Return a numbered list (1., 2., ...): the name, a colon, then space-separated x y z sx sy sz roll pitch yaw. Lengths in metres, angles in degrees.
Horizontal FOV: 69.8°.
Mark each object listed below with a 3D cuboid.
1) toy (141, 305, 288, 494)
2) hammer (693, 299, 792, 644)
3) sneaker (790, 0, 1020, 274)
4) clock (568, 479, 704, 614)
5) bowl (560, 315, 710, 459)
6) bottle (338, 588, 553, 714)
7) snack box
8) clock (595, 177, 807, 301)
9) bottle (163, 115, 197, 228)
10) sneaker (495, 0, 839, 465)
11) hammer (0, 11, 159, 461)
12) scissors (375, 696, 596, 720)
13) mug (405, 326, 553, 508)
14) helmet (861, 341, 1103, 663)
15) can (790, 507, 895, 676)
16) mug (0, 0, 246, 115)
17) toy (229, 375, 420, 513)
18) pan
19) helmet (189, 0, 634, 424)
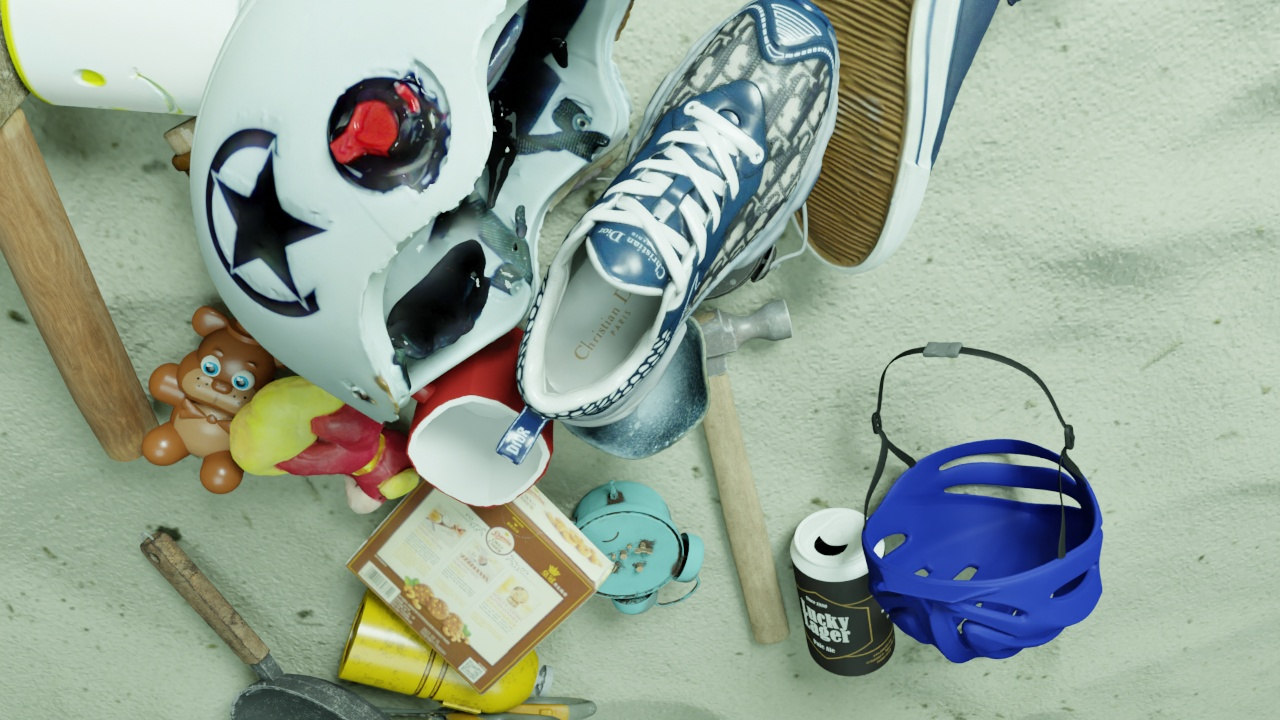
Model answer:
1. toy: -0.270 0.018 0.599 0.095 0.065 0.128 25 112 -15
2. hammer: 0.076 0.104 0.704 0.119 0.030 0.332 -13 125 5
3. sneaker: 0.166 -0.186 0.499 0.127 0.121 0.295 -15 129 -35
4. clock: -0.003 0.145 0.702 0.090 0.053 0.124 -35 118 17
5. bowl: -0.003 0.003 0.589 0.110 0.055 0.110 3 103 14
6. bottle: -0.151 0.241 0.740 0.163 0.071 0.071 20 118 -16
7. snack box: -0.118 0.148 0.670 0.143 0.041 0.147 44 113 1
8. clock: 0.039 -0.084 0.567 0.123 0.043 0.091 -6 119 4
9. bottle: -0.219 -0.072 0.543 0.068 0.067 0.157 -22 121 9
10. sneaker: 0.011 -0.065 0.471 0.103 0.132 0.270 35 105 1
11. hammer: -0.335 -0.051 0.530 0.037 0.157 0.302 2 135 -6
12. scissors: -0.148 0.299 0.766 0.225 0.166 0.016 1 80 -4
13. mug: -0.112 0.022 0.592 0.081 0.096 0.116 -41 116 19
14. helmet: 0.233 0.086 0.628 0.148 0.240 0.228 2 105 38
15. can: 0.161 0.185 0.728 0.072 0.071 0.129 -13 122 4
16. mug: -0.251 -0.169 0.472 0.106 0.082 0.083 4 121 -8
17. toy: -0.198 0.049 0.604 0.106 0.067 0.137 -34 142 11
18. pan: -0.287 0.272 0.750 0.208 0.040 0.357 -14 112 33
19. helmet: -0.113 -0.115 0.445 0.163 0.236 0.265 30 116 2
